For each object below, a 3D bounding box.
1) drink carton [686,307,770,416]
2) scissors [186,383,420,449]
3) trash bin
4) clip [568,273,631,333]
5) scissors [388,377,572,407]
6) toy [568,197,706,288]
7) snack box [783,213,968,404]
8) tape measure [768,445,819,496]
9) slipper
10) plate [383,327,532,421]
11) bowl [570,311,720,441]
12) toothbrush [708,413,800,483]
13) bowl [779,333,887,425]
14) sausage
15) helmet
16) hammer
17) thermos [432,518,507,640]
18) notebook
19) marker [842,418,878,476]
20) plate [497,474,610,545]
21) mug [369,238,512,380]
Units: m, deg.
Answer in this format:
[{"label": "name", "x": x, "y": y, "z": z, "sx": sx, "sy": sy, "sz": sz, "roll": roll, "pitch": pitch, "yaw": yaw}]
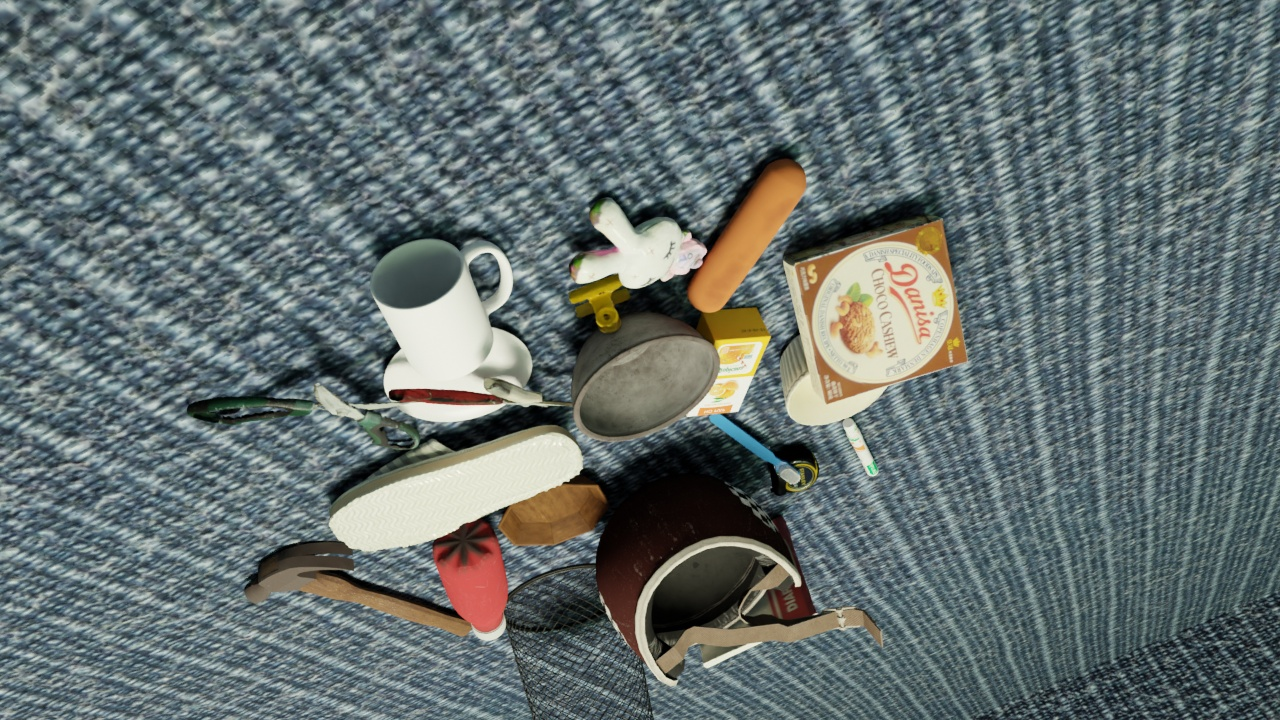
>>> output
[{"label": "drink carton", "x": 0.080, "y": 0.005, "z": 0.922, "sx": 0.058, "sy": 0.040, "sz": 0.123, "roll": -5, "pitch": 140, "yaw": -19}, {"label": "scissors", "x": -0.288, "y": 0.053, "z": 0.816, "sx": 0.205, "sy": 0.015, "sz": 0.202, "roll": -1, "pitch": 159, "yaw": 1}, {"label": "trash bin", "x": -0.077, "y": 0.409, "z": 1.210, "sx": 0.184, "sy": 0.210, "sz": 0.184, "roll": -12, "pitch": 142, "yaw": -10}, {"label": "clip", "x": -0.032, "y": -0.047, "z": 0.811, "sx": 0.054, "sy": 0.048, "sz": 0.046, "roll": -21, "pitch": -177, "yaw": 0}, {"label": "scissors", "x": -0.125, "y": 0.032, "z": 0.816, "sx": 0.198, "sy": 0.015, "sz": 0.180, "roll": 2, "pitch": 171, "yaw": -19}, {"label": "toy", "x": 0.002, "y": -0.092, "z": 0.772, "sx": 0.122, "sy": 0.038, "sz": 0.079, "roll": 3, "pitch": 129, "yaw": -31}, {"label": "snack box", "x": 0.221, "y": -0.048, "z": 0.861, "sx": 0.147, "sy": 0.041, "sz": 0.143, "roll": -17, "pitch": 108, "yaw": -2}, {"label": "tape measure", "x": 0.188, "y": 0.133, "z": 1.130, "sx": 0.061, "sy": 0.034, "sz": 0.062, "roll": -11, "pitch": 129, "yaw": -1}, {"label": "slipper", "x": -0.190, "y": 0.125, "z": 0.941, "sx": 0.273, "sy": 0.054, "sz": 0.114, "roll": -21, "pitch": 139, "yaw": 9}, {"label": "plate", "x": -0.167, "y": 0.010, "z": 0.845, "sx": 0.134, "sy": 0.011, "sz": 0.135, "roll": -12, "pitch": 142, "yaw": -10}, {"label": "bowl", "x": -0.005, "y": 0.005, "z": 0.856, "sx": 0.144, "sy": 0.067, "sz": 0.145, "roll": -18, "pitch": 145, "yaw": -14}, {"label": "toothbrush", "x": 0.134, "y": 0.102, "z": 1.061, "sx": 0.016, "sy": 0.014, "sz": 0.166, "roll": -41, "pitch": 127, "yaw": 18}, {"label": "bowl", "x": 0.197, "y": 0.009, "z": 0.959, "sx": 0.115, "sy": 0.062, "sz": 0.115, "roll": -12, "pitch": 142, "yaw": -10}, {"label": "sausage", "x": 0.088, "y": -0.103, "z": 0.791, "sx": 0.039, "sy": 0.044, "sz": 0.165, "roll": 31, "pitch": 128, "yaw": -4}, {"label": "helmet", "x": 0.074, "y": 0.247, "z": 1.042, "sx": 0.233, "sy": 0.253, "sz": 0.234, "roll": -39, "pitch": 115, "yaw": -1}, {"label": "hammer", "x": -0.316, "y": 0.288, "z": 1.107, "sx": 0.115, "sy": 0.033, "sz": 0.323, "roll": -30, "pitch": 142, "yaw": 16}, {"label": "thermos", "x": -0.196, "y": 0.274, "z": 1.105, "sx": 0.073, "sy": 0.073, "sz": 0.240, "roll": -12, "pitch": 142, "yaw": -10}, {"label": "notebook", "x": 0.136, "y": 0.289, "z": 1.177, "sx": 0.153, "sy": 0.208, "sz": 0.012, "roll": -27, "pitch": 113, "yaw": 8}, {"label": "marker", "x": 0.278, "y": 0.110, "z": 1.156, "sx": 0.017, "sy": 0.017, "sz": 0.145, "roll": -27, "pitch": 142, "yaw": 10}, {"label": "plate", "x": -0.101, "y": 0.169, "z": 1.057, "sx": 0.131, "sy": 0.025, "sz": 0.131, "roll": -12, "pitch": 142, "yaw": -10}, {"label": "mug", "x": -0.151, "y": -0.050, "z": 0.739, "sx": 0.110, "sy": 0.074, "sz": 0.091, "roll": -38, "pitch": 147, "yaw": -19}]
